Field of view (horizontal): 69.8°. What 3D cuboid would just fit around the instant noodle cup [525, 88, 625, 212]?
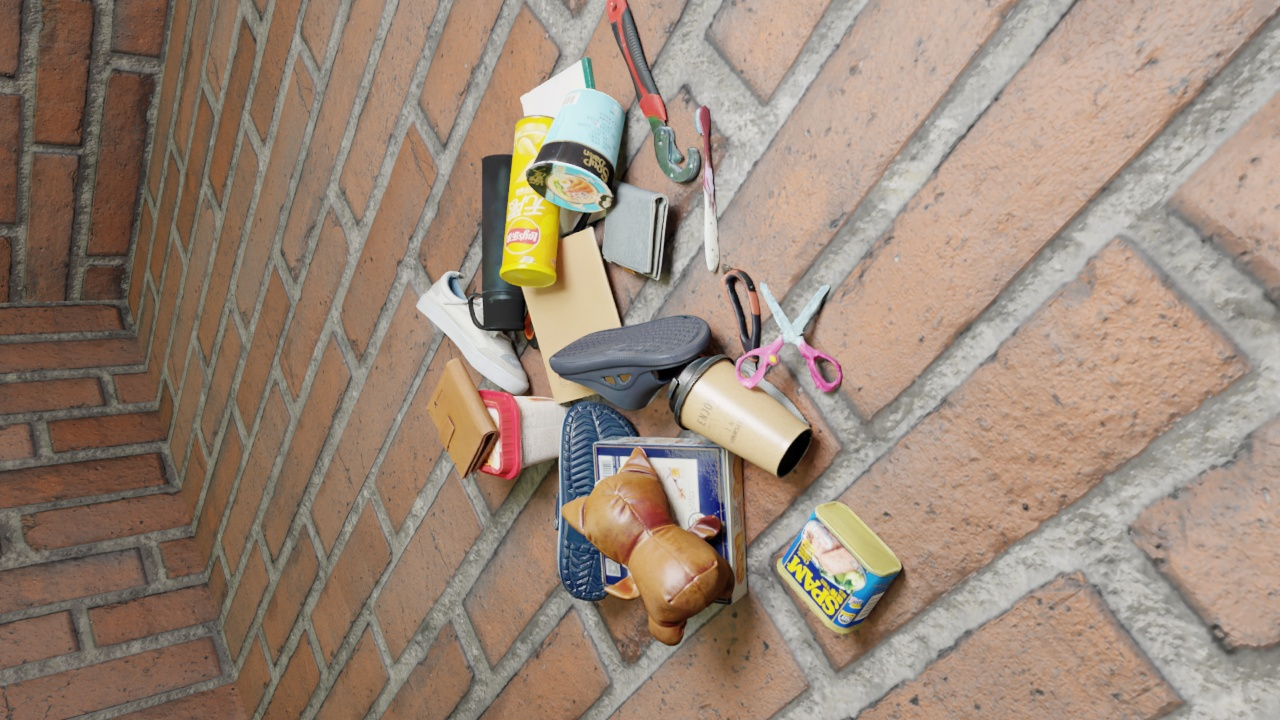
[{"bbox_3d":[-0.070,-0.260,1.121,0.111,0.111,0.120,-6,62,50],"label":"instant noodle cup"}]

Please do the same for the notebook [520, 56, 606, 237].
[{"bbox_3d":[-0.100,-0.280,1.235,0.151,0.012,0.209,-13,85,48],"label":"notebook"}]

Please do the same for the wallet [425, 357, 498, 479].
[{"bbox_3d":[-0.243,0.079,1.241,0.131,0.031,0.108,58,132,30],"label":"wallet"}]

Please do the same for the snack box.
[{"bbox_3d":[0.033,0.183,1.074,0.183,0.045,0.178,-1,94,33],"label":"snack box"}]

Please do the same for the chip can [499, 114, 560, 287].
[{"bbox_3d":[-0.136,-0.204,1.183,0.072,0.072,0.213,-15,67,49],"label":"chip can"}]

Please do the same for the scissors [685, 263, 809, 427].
[{"bbox_3d":[0.112,0.002,1.018,0.223,0.015,0.189,34,119,41],"label":"scissors"}]

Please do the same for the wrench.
[{"bbox_3d":[0.008,-0.328,1.099,0.056,0.016,0.273,-39,65,45],"label":"wrench"}]

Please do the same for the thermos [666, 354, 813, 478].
[{"bbox_3d":[0.105,0.059,0.962,0.143,0.092,0.093,35,121,29],"label":"thermos"}]

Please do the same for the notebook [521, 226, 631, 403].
[{"bbox_3d":[-0.088,-0.055,1.207,0.148,0.008,0.207,-15,92,38],"label":"notebook"}]

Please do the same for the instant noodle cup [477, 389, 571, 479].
[{"bbox_3d":[-0.165,0.097,1.270,0.116,0.124,0.116,5,98,50],"label":"instant noodle cup"}]

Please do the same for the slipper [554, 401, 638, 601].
[{"bbox_3d":[-0.057,0.179,1.183,0.095,0.105,0.252,177,95,-78],"label":"slipper"}]

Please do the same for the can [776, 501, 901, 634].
[{"bbox_3d":[0.196,0.203,0.910,0.102,0.057,0.083,47,125,35],"label":"can"}]

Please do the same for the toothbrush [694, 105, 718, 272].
[{"bbox_3d":[0.074,-0.194,1.039,0.017,0.016,0.187,0,94,58],"label":"toothbrush"}]

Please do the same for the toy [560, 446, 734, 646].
[{"bbox_3d":[0.011,0.199,1.004,0.199,0.140,0.131,45,158,23],"label":"toy"}]

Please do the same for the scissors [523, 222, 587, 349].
[{"bbox_3d":[-0.103,-0.090,1.252,0.222,0.021,0.232,-46,63,42],"label":"scissors"}]

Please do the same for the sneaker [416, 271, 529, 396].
[{"bbox_3d":[-0.233,-0.046,1.374,0.242,0.089,0.091,43,96,26],"label":"sneaker"}]

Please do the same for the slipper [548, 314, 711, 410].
[{"bbox_3d":[-0.006,0.006,1.083,0.269,0.110,0.083,-4,115,53],"label":"slipper"}]

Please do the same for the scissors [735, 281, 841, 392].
[{"bbox_3d":[0.156,-0.019,0.929,0.135,0.017,0.133,37,94,8],"label":"scissors"}]

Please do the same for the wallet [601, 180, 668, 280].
[{"bbox_3d":[-0.006,-0.158,1.116,0.130,0.037,0.107,33,122,58],"label":"wallet"}]

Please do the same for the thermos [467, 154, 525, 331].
[{"bbox_3d":[-0.202,-0.163,1.297,0.090,0.068,0.242,1,87,17],"label":"thermos"}]

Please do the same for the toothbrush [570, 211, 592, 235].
[{"bbox_3d":[-0.090,-0.159,1.200,0.014,0.017,0.190,48,125,20],"label":"toothbrush"}]
